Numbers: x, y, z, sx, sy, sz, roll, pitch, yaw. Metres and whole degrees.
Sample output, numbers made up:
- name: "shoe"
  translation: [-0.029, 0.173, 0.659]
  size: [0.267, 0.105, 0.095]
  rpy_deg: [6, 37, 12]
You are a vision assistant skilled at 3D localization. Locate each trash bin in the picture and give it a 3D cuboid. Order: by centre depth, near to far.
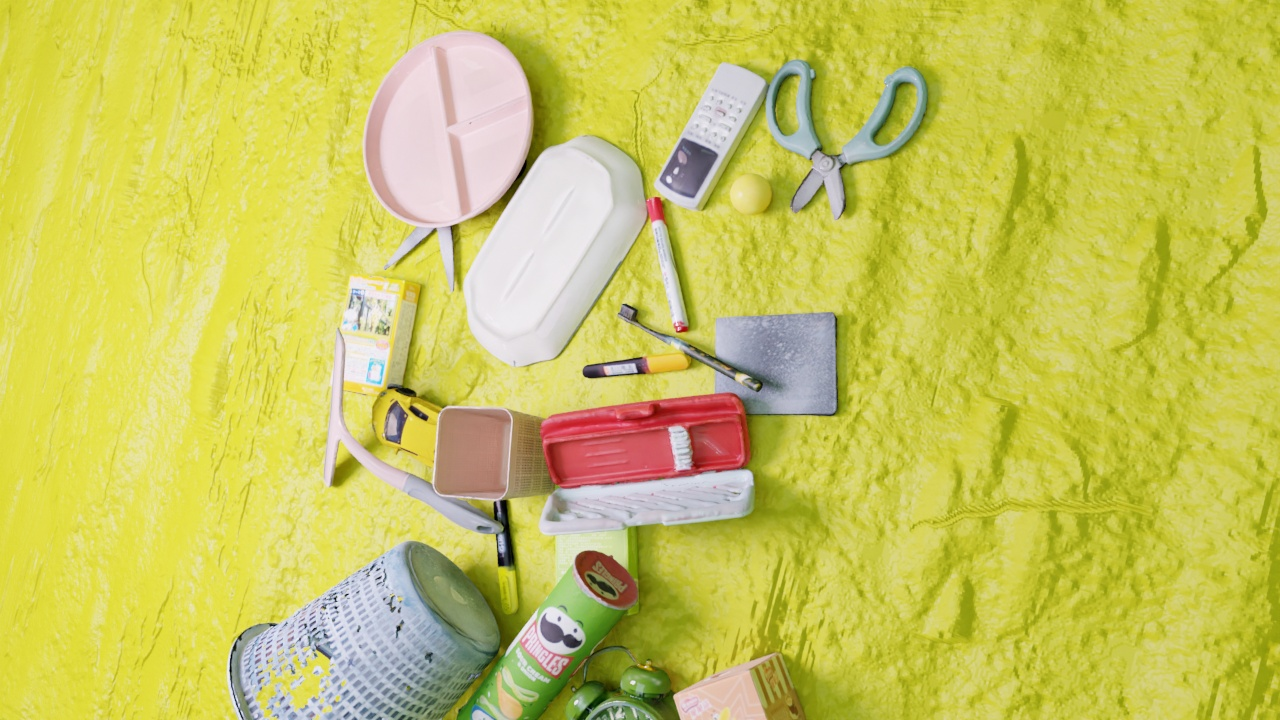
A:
- name: "trash bin"
  translation: [-0.260, 0.299, 0.930]
  size: [0.195, 0.226, 0.226]
  rpy_deg: [-42, 68, 2]

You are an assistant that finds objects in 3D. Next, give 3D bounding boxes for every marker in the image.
- name: "marker"
  translation: [0.028, -0.098, 0.937]
  size: [0.017, 0.017, 0.145]
  rpy_deg: [-17, 76, 23]
- name: "marker"
  translation: [-0.006, 0.005, 0.941]
  size: [0.124, 0.015, 0.018]
  rpy_deg: [-7, 112, 27]
- name: "marker"
  translation: [-0.146, 0.208, 0.982]
  size: [0.018, 0.015, 0.124]
  rpy_deg: [-12, 76, 21]

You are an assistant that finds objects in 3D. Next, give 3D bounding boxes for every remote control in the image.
- name: "remote control"
  translation: [0.071, -0.227, 0.930]
  size: [0.058, 0.021, 0.150]
  rpy_deg: [32, 97, 26]

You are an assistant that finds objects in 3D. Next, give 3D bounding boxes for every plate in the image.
- name: "plate"
  translation: [-0.104, -0.121, 0.993]
  size: [0.162, 0.034, 0.266]
  rpy_deg: [39, 100, 25]
- name: "plate"
  translation: [-0.218, -0.261, 1.047]
  size: [0.230, 0.028, 0.229]
  rpy_deg: [-3, 83, 23]

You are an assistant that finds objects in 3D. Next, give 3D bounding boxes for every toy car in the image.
- name: "toy car"
  translation: [-0.239, 0.081, 1.016]
  size: [0.156, 0.041, 0.071]
  rpy_deg: [24, 104, 19]

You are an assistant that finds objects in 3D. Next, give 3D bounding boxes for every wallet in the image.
- name: "wallet"
  translation: [0.128, 0.005, 0.876]
  size: [0.121, 0.019, 0.097]
  rpy_deg: [-2, 85, 24]

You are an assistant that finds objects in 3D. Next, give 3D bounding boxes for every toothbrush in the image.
- name: "toothbrush"
  translation: [0.046, -0.015, 0.904]
  size: [0.186, 0.012, 0.017]
  rpy_deg: [30, 114, 34]

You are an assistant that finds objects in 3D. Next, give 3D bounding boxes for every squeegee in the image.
- name: "squeegee"
  translation: [-0.256, 0.123, 0.993]
  size: [0.249, 0.040, 0.248]
  rpy_deg: [31, 131, 13]

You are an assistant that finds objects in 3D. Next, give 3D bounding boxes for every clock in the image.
- name: "clock"
  translation: [-0.010, 0.354, 0.874]
  size: [0.116, 0.056, 0.161]
  rpy_deg: [-27, 72, 19]

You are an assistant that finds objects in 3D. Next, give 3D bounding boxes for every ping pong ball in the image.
- name: "ping pong ball"
  translation: [0.107, -0.162, 0.893]
  size: [0.040, 0.040, 0.040]
  rpy_deg: [-4, 82, 25]

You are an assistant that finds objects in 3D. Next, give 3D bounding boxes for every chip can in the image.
- name: "chip can"
  translation: [-0.094, 0.290, 0.895]
  size: [0.072, 0.072, 0.236]
  rpy_deg: [46, 113, 23]

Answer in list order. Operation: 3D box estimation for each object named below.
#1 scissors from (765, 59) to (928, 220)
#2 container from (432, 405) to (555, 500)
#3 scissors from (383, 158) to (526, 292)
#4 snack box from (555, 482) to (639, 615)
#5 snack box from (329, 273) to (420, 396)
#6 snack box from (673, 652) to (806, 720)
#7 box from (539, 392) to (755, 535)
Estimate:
- name: "scissors"
  translation: [0.178, -0.229, 0.881]
  size: [0.181, 0.019, 0.170]
  rpy_deg: [44, 104, 23]
- name: "container"
  translation: [-0.141, 0.096, 0.940]
  size: [0.090, 0.110, 0.090]
  rpy_deg: [0, 83, 26]
- name: "scissors"
  translation: [-0.230, -0.195, 1.071]
  size: [0.234, 0.021, 0.220]
  rpy_deg: [-34, 70, 17]
- name: "snack box"
  translation: [-0.045, 0.176, 0.931]
  size: [0.086, 0.026, 0.156]
  rpy_deg: [-6, 81, 25]
- name: "snack box"
  translation: [-0.314, -0.029, 1.085]
  size: [0.087, 0.033, 0.140]
  rpy_deg: [8, 88, 26]
- name: "snack box"
  translation: [0.094, 0.321, 0.808]
  size: [0.077, 0.092, 0.094]
  rpy_deg: [-26, 73, 21]
- name: "box"
  translation: [0.002, 0.098, 0.854]
  size: [0.201, 0.100, 0.102]
  rpy_deg: [-8, 106, 10]
